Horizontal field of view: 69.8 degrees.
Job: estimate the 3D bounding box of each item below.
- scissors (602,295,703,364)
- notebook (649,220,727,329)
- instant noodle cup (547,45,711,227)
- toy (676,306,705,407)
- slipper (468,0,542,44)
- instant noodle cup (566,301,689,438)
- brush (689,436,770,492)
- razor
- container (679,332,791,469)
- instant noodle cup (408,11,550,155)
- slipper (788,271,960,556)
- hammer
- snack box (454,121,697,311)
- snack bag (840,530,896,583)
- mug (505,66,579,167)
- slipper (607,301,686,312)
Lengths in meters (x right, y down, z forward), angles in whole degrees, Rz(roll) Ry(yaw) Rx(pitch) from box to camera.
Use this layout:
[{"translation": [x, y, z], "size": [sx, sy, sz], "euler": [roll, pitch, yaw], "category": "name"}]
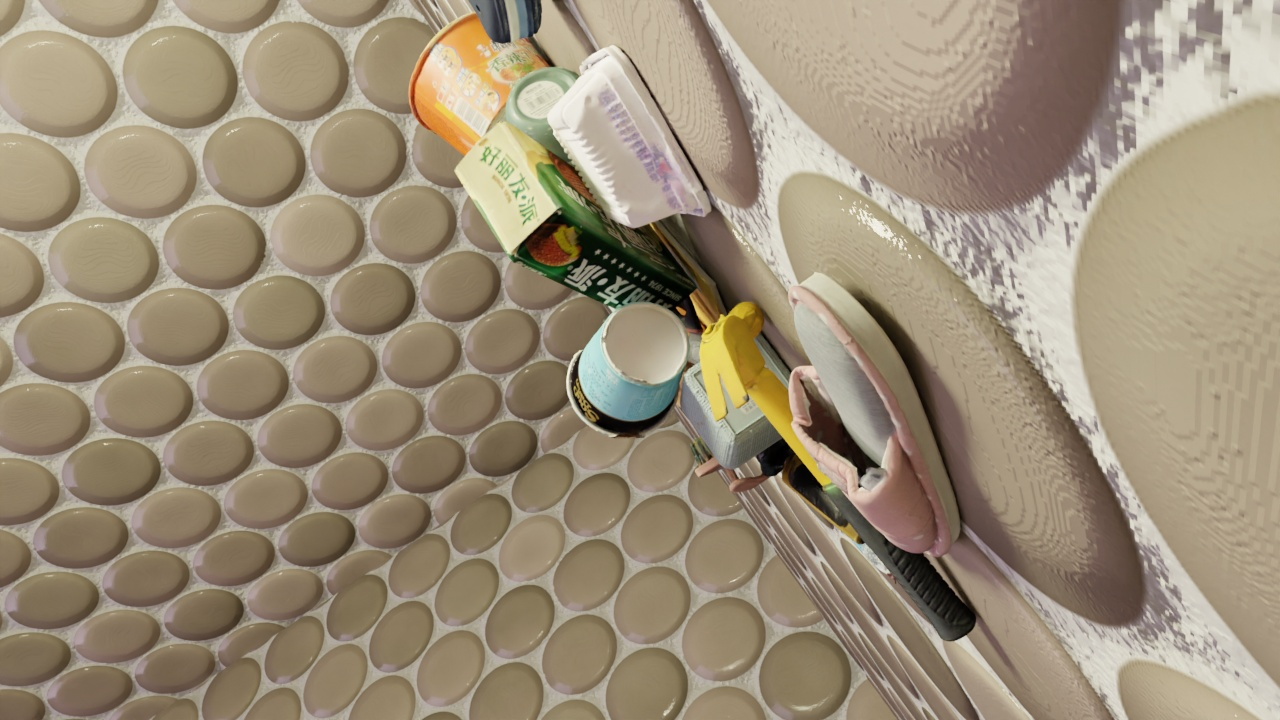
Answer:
[{"translation": [0.044, -0.013, 0.936], "size": [0.015, 0.214, 0.197], "euler": [-10, -88, -56], "category": "scissors"}, {"translation": [0.068, -0.057, 0.970], "size": [0.146, 0.010, 0.206], "euler": [55, 177, 40], "category": "notebook"}, {"translation": [-0.019, -0.163, 0.710], "size": [0.138, 0.060, 0.173], "euler": [57, 176, -17], "category": "instant noodle cup"}, {"translation": [0.066, 0.026, 1.059], "size": [0.226, 0.082, 0.143], "euler": [54, -167, -42], "category": "toy"}, {"translation": [-0.160, -0.348, 0.672], "size": [0.253, 0.095, 0.105], "euler": [60, 180, -13], "category": "slipper"}, {"translation": [-0.005, 0.005, 0.838], "size": [0.111, 0.111, 0.121], "euler": [56, 160, 10], "category": "instant noodle cup"}, {"translation": [0.116, 0.095, 0.966], "size": [0.145, 0.063, 0.073], "euler": [-6, -119, -57], "category": "brush"}, {"translation": [0.162, 0.114, 0.849], "size": [0.067, 0.062, 0.167], "euler": [19, -166, -30], "category": "razor"}, {"translation": [0.091, 0.035, 0.825], "size": [0.090, 0.090, 0.111], "euler": [55, 175, 14], "category": "container"}, {"translation": [-0.149, -0.269, 0.961], "size": [0.111, 0.151, 0.151], "euler": [46, 175, 21], "category": "instant noodle cup"}, {"translation": [0.133, 0.051, 0.555], "size": [0.114, 0.054, 0.274], "euler": [54, 178, 39], "category": "slipper"}, {"translation": [0.148, 0.089, 0.690], "size": [0.300, 0.033, 0.128], "euler": [50, -150, -3], "category": "hammer"}, {"translation": [-0.050, -0.113, 0.820], "size": [0.114, 0.063, 0.239], "euler": [56, -163, 28], "category": "snack box"}, {"translation": [0.207, 0.158, 0.835], "size": [0.104, 0.026, 0.048], "euler": [-132, 32, -68], "category": "snack bag"}, {"translation": [-0.075, -0.223, 0.856], "size": [0.106, 0.082, 0.111], "euler": [70, -158, -64], "category": "mug"}, {"translation": [0.008, -0.069, 1.178], "size": [0.110, 0.083, 0.268], "euler": [54, 178, 11], "category": "slipper"}]
